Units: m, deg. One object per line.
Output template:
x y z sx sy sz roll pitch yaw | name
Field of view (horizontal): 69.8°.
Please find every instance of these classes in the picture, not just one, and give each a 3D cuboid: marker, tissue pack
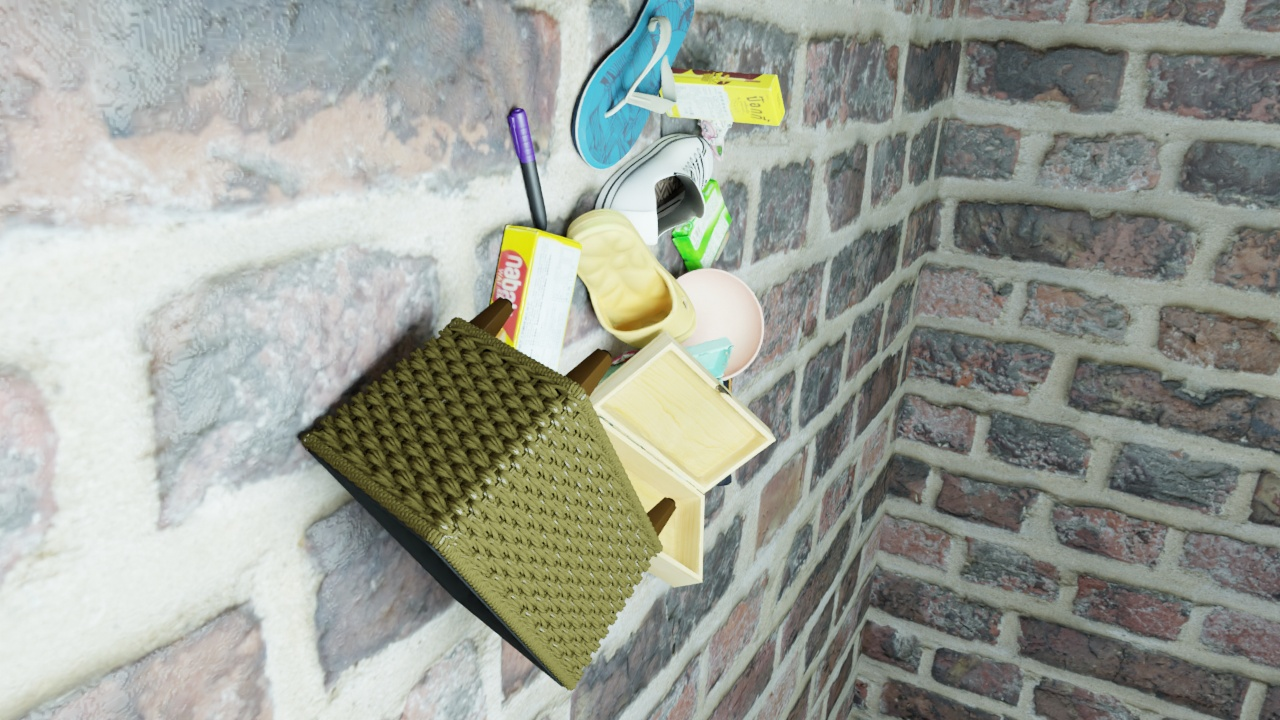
-0.110 -0.185 0.907 0.018 0.015 0.134 -38 137 -32 | marker
0.088 -0.185 1.284 0.113 0.034 0.099 -65 149 -22 | tissue pack

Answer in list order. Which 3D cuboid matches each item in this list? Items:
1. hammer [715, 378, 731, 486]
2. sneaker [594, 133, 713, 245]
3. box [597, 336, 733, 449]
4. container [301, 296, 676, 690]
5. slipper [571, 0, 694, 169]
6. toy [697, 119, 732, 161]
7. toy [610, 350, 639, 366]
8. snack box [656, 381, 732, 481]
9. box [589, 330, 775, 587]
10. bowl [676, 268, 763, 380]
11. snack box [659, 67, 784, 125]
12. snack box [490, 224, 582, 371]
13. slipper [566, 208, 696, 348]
0.120 0.033 1.334 0.139 0.035 0.311 46 41 -51 | hammer
0.045 -0.207 1.113 0.244 0.097 0.091 -43 138 -49 | sneaker
0.027 0.046 1.151 0.186 0.055 0.138 -13 130 -22 | box
-0.105 0.117 0.828 0.204 0.176 0.321 -49 145 -21 | container
0.013 -0.328 1.038 0.294 0.060 0.118 -64 155 -24 | slipper
0.095 -0.313 1.211 0.109 0.041 0.095 85 -7 -54 | toy
-0.007 0.007 1.169 0.102 0.065 0.050 46 29 -57 | toy
0.066 0.129 1.384 0.272 0.044 0.076 -66 146 -23 | snack box
0.024 0.123 1.112 0.247 0.119 0.252 41 79 -41 | box
0.088 -0.045 1.258 0.076 0.153 0.153 160 -54 -80 | bowl
0.096 -0.317 1.103 0.025 0.149 0.061 -66 153 -23 | snack box
-0.116 -0.031 0.938 0.092 0.042 0.200 4 99 -63 | snack box
-0.007 -0.070 1.061 0.263 0.100 0.078 53 22 -53 | slipper
